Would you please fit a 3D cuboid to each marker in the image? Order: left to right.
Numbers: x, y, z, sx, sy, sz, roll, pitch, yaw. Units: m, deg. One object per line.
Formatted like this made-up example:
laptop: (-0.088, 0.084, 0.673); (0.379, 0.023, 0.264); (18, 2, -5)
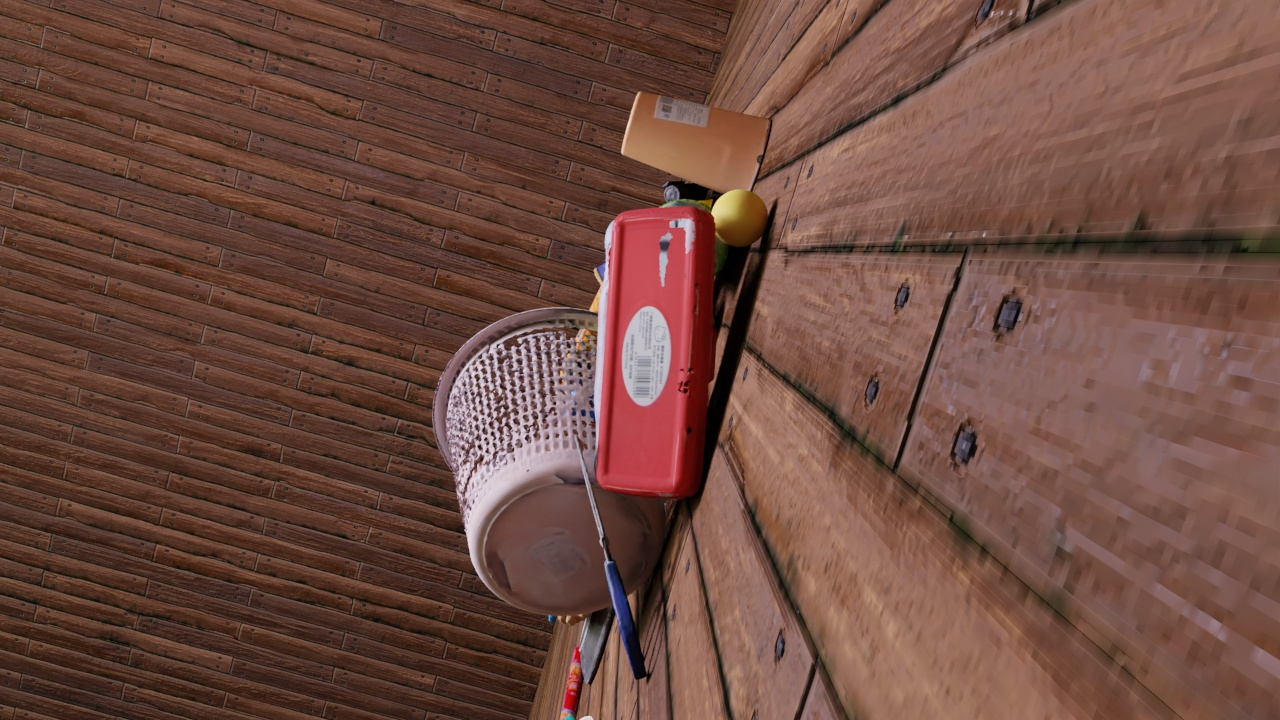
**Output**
marker: (0.060, -0.165, 0.885); (0.020, 0.022, 0.131); (-43, -11, 32)

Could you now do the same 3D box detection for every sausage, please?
sausage: (-0.083, 0.407, 1.146); (0.155, 0.020, 0.020); (-80, 6, -66)
sausage: (-0.037, -0.040, 0.823); (0.021, 0.021, 0.165); (-78, 14, -65)

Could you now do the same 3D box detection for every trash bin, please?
trash bin: (-0.066, 0.096, 0.774); (0.192, 0.227, 0.228); (-104, 27, -60)

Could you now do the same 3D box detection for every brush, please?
brush: (-0.087, 0.280, 1.074); (0.255, 0.046, 0.083); (121, 162, -64)

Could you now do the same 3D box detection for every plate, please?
plate: (-0.047, 0.282, 1.062); (0.179, 0.024, 0.179); (-168, 95, -87)

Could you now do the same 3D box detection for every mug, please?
mug: (0.048, -0.199, 0.835); (0.078, 0.123, 0.078); (-168, 94, -87)

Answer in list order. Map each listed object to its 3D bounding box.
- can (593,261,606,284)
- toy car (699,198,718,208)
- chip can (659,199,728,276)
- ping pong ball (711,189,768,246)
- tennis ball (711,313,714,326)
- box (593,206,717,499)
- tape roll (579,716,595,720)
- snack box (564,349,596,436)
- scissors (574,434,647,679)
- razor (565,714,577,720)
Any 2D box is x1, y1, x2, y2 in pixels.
can: (0.009, -0.060, 0.905); (0.049, 0.074, 0.148); (-36, -29, 7)
toy car: (0.072, -0.172, 1.153); (0.071, 0.041, 0.155); (142, 145, -86)
chip can: (0.041, -0.104, 0.822); (0.221, 0.072, 0.072); (-58, -15, -81)
ping pong ball: (0.070, -0.101, 0.649); (0.040, 0.040, 0.040); (-170, 96, -88)
tennis ball: (0.032, -0.030, 0.791); (0.065, 0.065, 0.065); (-170, 96, -88)
box: (0.018, -0.004, 0.662); (0.098, 0.095, 0.201); (13, -101, -63)
tape roll: (-0.059, 0.330, 0.741); (0.086, 0.014, 0.085); (-50, 8, 9)
snack box: (-0.005, 0.005, 0.859); (0.157, 0.084, 0.026); (-62, 23, 22)
scissors: (-0.022, 0.138, 0.643); (0.141, 0.012, 0.170); (82, 172, -54)
razor: (-0.059, 0.350, 0.794); (0.043, 0.028, 0.132); (-54, 9, 7)
